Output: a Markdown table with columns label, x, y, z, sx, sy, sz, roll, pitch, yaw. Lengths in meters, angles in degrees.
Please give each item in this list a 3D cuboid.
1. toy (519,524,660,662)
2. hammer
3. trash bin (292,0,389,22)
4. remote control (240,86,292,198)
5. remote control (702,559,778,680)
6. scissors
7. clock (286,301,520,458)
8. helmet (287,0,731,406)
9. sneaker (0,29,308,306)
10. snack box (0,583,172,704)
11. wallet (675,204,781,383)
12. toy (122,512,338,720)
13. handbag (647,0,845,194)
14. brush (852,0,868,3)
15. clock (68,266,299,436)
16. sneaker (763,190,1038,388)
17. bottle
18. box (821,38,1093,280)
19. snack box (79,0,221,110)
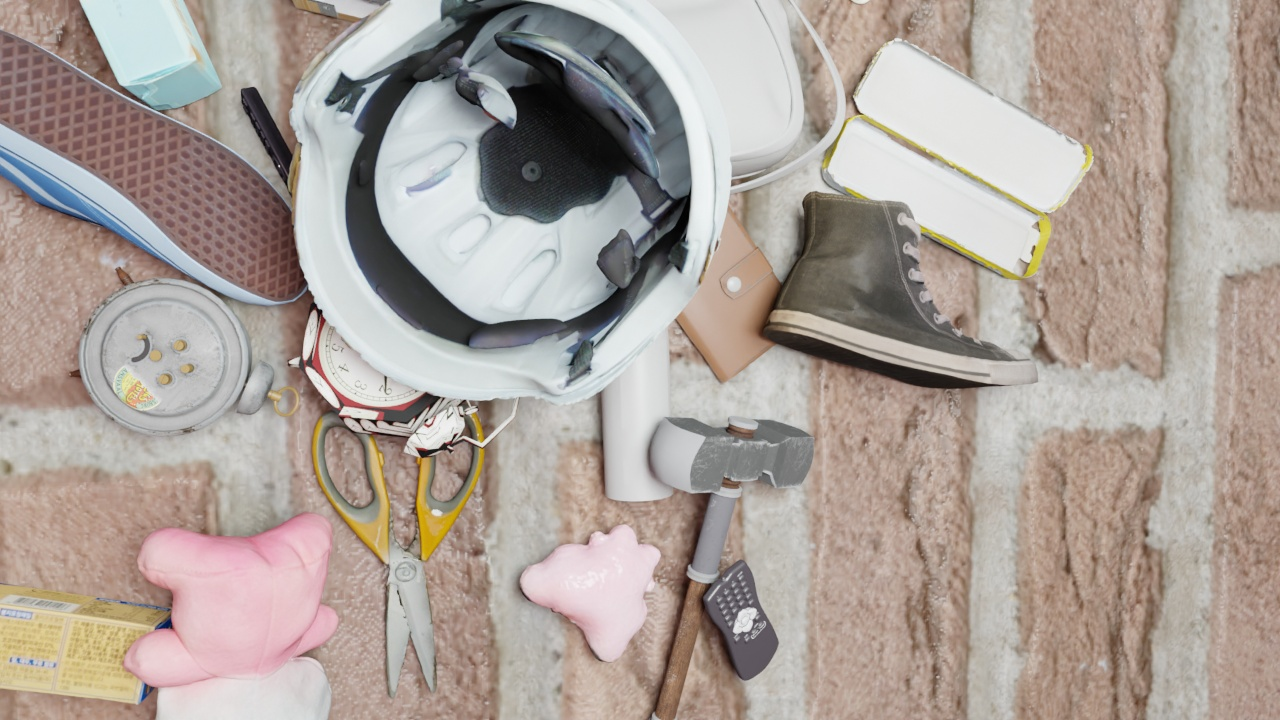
| label | x | y | z | sx | sy | sz | roll | pitch | yaw |
| --- | --- | --- | --- | --- | --- | --- | --- | --- | --- |
| toy | -0.030 | 0.168 | 0.693 | 0.102 | 0.050 | 0.093 | 41 | 81 | -16 |
| hammer | 0.039 | 0.199 | 0.703 | 0.155 | 0.043 | 0.322 | 4 | 103 | -43 |
| trash bin | -0.138 | -0.353 | 0.592 | 0.142 | 0.142 | 0.247 | 10 | 91 | -13 |
| remote control | -0.239 | -0.125 | 0.641 | 0.015 | 0.032 | 0.136 | -29 | 99 | -21 |
| remote control | 0.081 | 0.205 | 0.711 | 0.046 | 0.009 | 0.124 | -40 | 130 | -21 |
| scissors | -0.185 | 0.137 | 0.675 | 0.162 | 0.016 | 0.225 | 11 | 91 | -12 |
| clock | -0.156 | 0.007 | 0.640 | 0.154 | 0.065 | 0.114 | 27 | 71 | 3 |
| helmet | -0.071 | -0.107 | 0.556 | 0.236 | 0.163 | 0.265 | 46 | 117 | -9 |
| sneaker | -0.336 | -0.116 | 0.609 | 0.241 | 0.098 | 0.083 | 37 | 60 | -31 |
| snack box | -0.427 | 0.180 | 0.606 | 0.206 | 0.057 | 0.056 | 13 | 87 | -12 |
| wallet | 0.065 | -0.054 | 0.720 | 0.087 | 0.013 | 0.121 | -38 | 102 | -8 |
| toy | -0.265 | 0.210 | 0.613 | 0.141 | 0.084 | 0.213 | 0 | 105 | -42 |
| handbag | 0.030 | -0.241 | 0.684 | 0.215 | 0.096 | 0.222 | -10 | 83 | -12 |
| brush | 0.092 | -0.340 | 0.711 | 0.217 | 0.012 | 0.033 | 27 | 88 | -14 |
| clock | -0.303 | 0.003 | 0.622 | 0.148 | 0.056 | 0.104 | 23 | 88 | -11 |
| sneaker | 0.217 | -0.045 | 0.719 | 0.234 | 0.095 | 0.119 | 16 | 84 | -11 |
| bottle | -0.004 | 0.004 | 0.688 | 0.052 | 0.052 | 0.195 | -3 | 94 | -12 |
| box | 0.258 | -0.160 | 0.746 | 0.209 | 0.038 | 0.130 | 24 | 97 | -12 |
| snack box | -0.336 | -0.255 | 0.589 | 0.053 | 0.075 | 0.175 | -23 | 98 | -10 |
